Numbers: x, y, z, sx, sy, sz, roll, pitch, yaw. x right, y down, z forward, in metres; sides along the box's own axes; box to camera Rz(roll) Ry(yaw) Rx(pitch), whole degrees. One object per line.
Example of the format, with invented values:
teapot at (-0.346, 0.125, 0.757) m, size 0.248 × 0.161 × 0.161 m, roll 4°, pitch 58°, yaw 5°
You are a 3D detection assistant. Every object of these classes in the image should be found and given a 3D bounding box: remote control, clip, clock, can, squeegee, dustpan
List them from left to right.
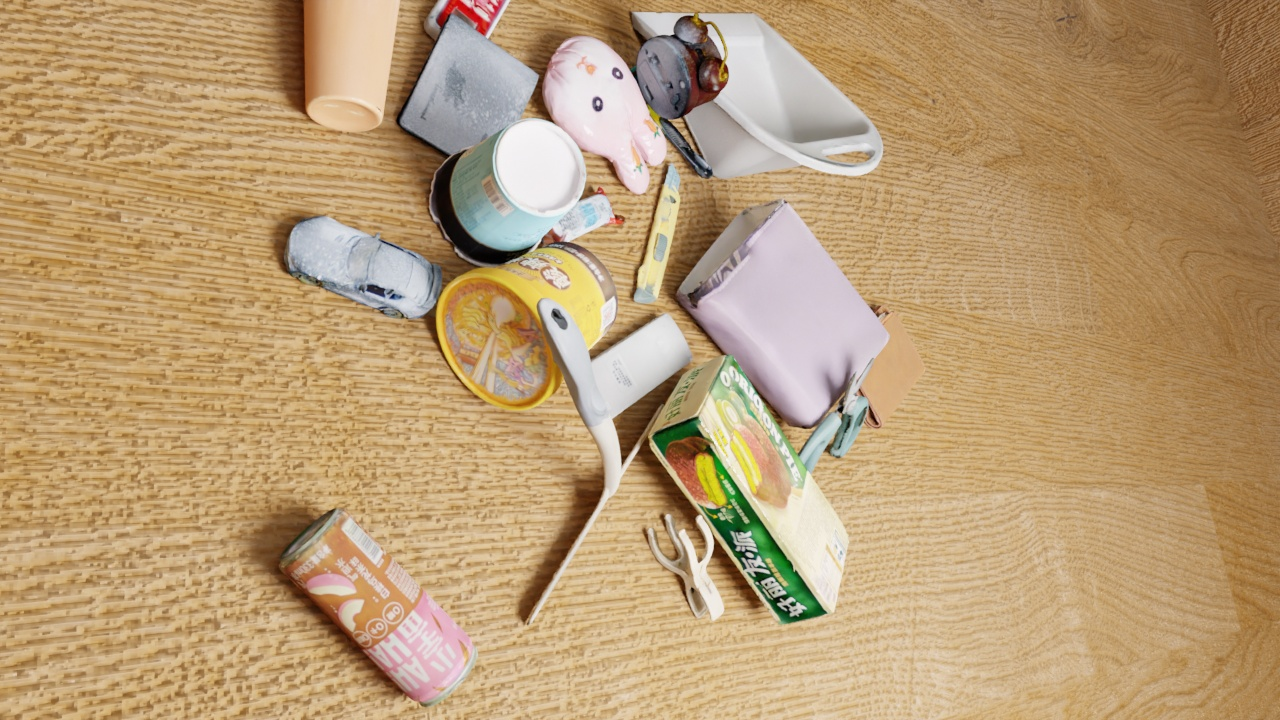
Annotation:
can at (-0.182, 0.173, 0.643) m, size 0.147 × 0.058 × 0.057 m, roll 51°, pitch 51°, yaw -14°
remote control at (-0.155, -0.340, 0.863) m, size 0.056 × 0.020 × 0.135 m, roll 35°, pitch 57°, yaw -24°
squeegee at (-0.038, 0.048, 0.720) m, size 0.245 × 0.039 × 0.247 m, roll -56°, pitch 149°, yaw -37°
remote control at (-0.005, 0.005, 0.868) m, size 0.134 × 0.019 × 0.056 m, roll -35°, pitch 98°, yaw -40°
clock at (0.046, -0.293, 0.916) m, size 0.055 × 0.122 × 0.082 m, roll -28°, pitch 92°, yaw -29°
clip at (0.053, 0.183, 0.824) m, size 0.034 × 0.089 × 0.104 m, roll -29°, pitch 83°, yaw -41°
dustpan at (0.151, -0.303, 1.019) m, size 0.222 × 0.143 × 0.257 m, roll -19°, pitch 89°, yaw -41°

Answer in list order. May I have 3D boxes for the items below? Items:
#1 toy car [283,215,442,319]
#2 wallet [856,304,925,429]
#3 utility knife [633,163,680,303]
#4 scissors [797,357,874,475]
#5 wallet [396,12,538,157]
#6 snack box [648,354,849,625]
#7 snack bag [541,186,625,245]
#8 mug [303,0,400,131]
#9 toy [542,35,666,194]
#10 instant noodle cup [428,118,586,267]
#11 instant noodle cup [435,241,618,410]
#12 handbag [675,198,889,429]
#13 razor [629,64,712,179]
toy car at (-0.214, -0.073, 0.716) m, size 0.120 × 0.037 × 0.054 m, roll 21°, pitch 63°, yaw -29°
wallet at (0.287, 0.004, 1.097) m, size 0.131 × 0.031 × 0.108 m, roll -41°, pitch 105°, yaw -40°
utility knife at (0.019, -0.129, 0.941) m, size 0.031 × 0.019 × 0.174 m, roll 32°, pitch 53°, yaw -34°
scissors at (0.193, 0.077, 0.944) m, size 0.019 × 0.175 × 0.176 m, roll 38°, pitch 68°, yaw 25°
wallet at (-0.153, -0.234, 0.820) m, size 0.097 × 0.019 × 0.120 m, roll 29°, pitch 71°, yaw -28°
snack box at (0.109, 0.122, 0.863) m, size 0.240 × 0.063 × 0.114 m, roll 55°, pitch 34°, yaw -16°
snack bag at (-0.058, -0.134, 0.868) m, size 0.105 × 0.026 × 0.045 m, roll -31°, pitch 95°, yaw -40°
mug at (-0.235, -0.252, 0.737) m, size 0.078 × 0.078 × 0.122 m, roll 9°, pitch 75°, yaw -37°
toy at (-0.031, -0.245, 0.913) m, size 0.159 × 0.054 × 0.121 m, roll 45°, pitch 52°, yaw -29°
instant noodle cup at (-0.104, -0.144, 0.759) m, size 0.111 × 0.121 × 0.111 m, roll 5°, pitch 80°, yaw -29°
instant noodle cup at (-0.086, -0.036, 0.758) m, size 0.114 × 0.119 × 0.118 m, roll -39°, pitch 101°, yaw -47°
handbag at (0.145, -0.045, 0.954) m, size 0.197 × 0.099 × 0.144 m, roll 48°, pitch 68°, yaw -18°
razor at (0.030, -0.250, 0.980) m, size 0.143 × 0.022 × 0.042 m, roll 51°, pitch 51°, yaw -11°
